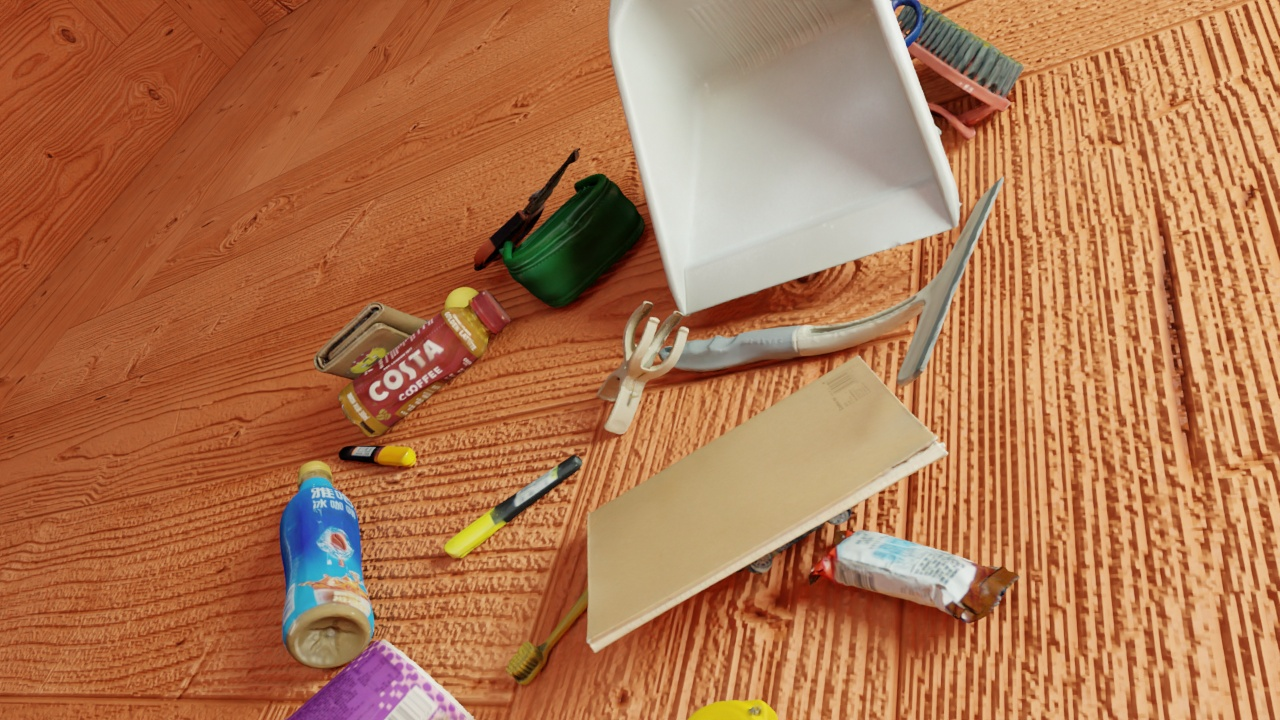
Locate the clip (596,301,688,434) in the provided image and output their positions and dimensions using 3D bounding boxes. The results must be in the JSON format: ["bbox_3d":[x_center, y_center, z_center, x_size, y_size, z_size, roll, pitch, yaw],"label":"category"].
[{"bbox_3d":[-0.003,0.006,0.682,0.101,0.034,0.076,-57,29,29],"label":"clip"}]

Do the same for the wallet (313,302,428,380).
[{"bbox_3d":[-0.254,-0.014,0.893,0.090,0.115,0.033,-40,74,4],"label":"wallet"}]

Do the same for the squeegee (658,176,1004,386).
[{"bbox_3d":[0.114,-0.020,0.629,0.247,0.039,0.245,-17,23,39],"label":"squeegee"}]

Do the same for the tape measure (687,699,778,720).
[{"bbox_3d":[0.042,0.202,0.463,0.057,0.029,0.059,-18,41,29],"label":"tape measure"}]

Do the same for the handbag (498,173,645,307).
[{"bbox_3d":[-0.071,-0.119,0.874,0.131,0.068,0.120,-45,30,-6],"label":"handbag"}]

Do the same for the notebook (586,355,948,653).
[{"bbox_3d":[0.058,0.074,0.540,0.211,0.012,0.149,-31,17,7],"label":"notebook"}]

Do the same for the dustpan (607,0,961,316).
[{"bbox_3d":[0.075,-0.199,0.645,0.223,0.142,0.257,-17,62,33],"label":"dustpan"}]

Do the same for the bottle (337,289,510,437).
[{"bbox_3d":[-0.204,0.000,0.875,0.175,0.057,0.057,-38,36,4],"label":"bottle"}]

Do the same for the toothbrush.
[{"bbox_3d":[-0.020,0.133,0.603,0.190,0.016,0.016,-49,37,-12],"label":"toothbrush"}]

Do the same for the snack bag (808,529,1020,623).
[{"bbox_3d":[0.137,0.109,0.477,0.045,0.026,0.105,-28,23,-38],"label":"snack bag"}]

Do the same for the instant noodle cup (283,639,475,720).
[{"bbox_3d":[-0.162,0.233,0.555,0.112,0.111,0.099,8,48,46],"label":"instant noodle cup"}]

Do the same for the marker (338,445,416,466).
[{"bbox_3d":[-0.248,0.089,0.859,0.124,0.015,0.018,-3,48,44],"label":"marker"}]

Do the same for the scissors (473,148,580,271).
[{"bbox_3d":[-0.115,-0.142,0.893,0.177,0.015,0.210,-40,3,0],"label":"scissors"}]

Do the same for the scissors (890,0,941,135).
[{"bbox_3d":[0.165,-0.215,0.695,0.176,0.012,0.162,33,79,36],"label":"scissors"}]

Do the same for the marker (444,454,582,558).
[{"bbox_3d":[-0.095,0.111,0.698,0.124,0.015,0.018,-36,36,1],"label":"marker"}]

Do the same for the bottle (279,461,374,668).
[{"bbox_3d":[-0.264,0.155,0.759,0.065,0.065,0.218,-39,35,1],"label":"bottle"}]

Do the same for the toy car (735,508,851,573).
[{"bbox_3d":[0.083,0.089,0.539,0.091,0.034,0.043,-32,20,9],"label":"toy car"}]

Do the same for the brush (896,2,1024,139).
[{"bbox_3d":[0.241,-0.226,0.723,0.069,0.063,0.145,-60,29,27],"label":"brush"}]

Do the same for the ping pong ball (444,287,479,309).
[{"bbox_3d":[-0.176,-0.054,0.923,0.040,0.040,0.040,-24,38,21],"label":"ping pong ball"}]
